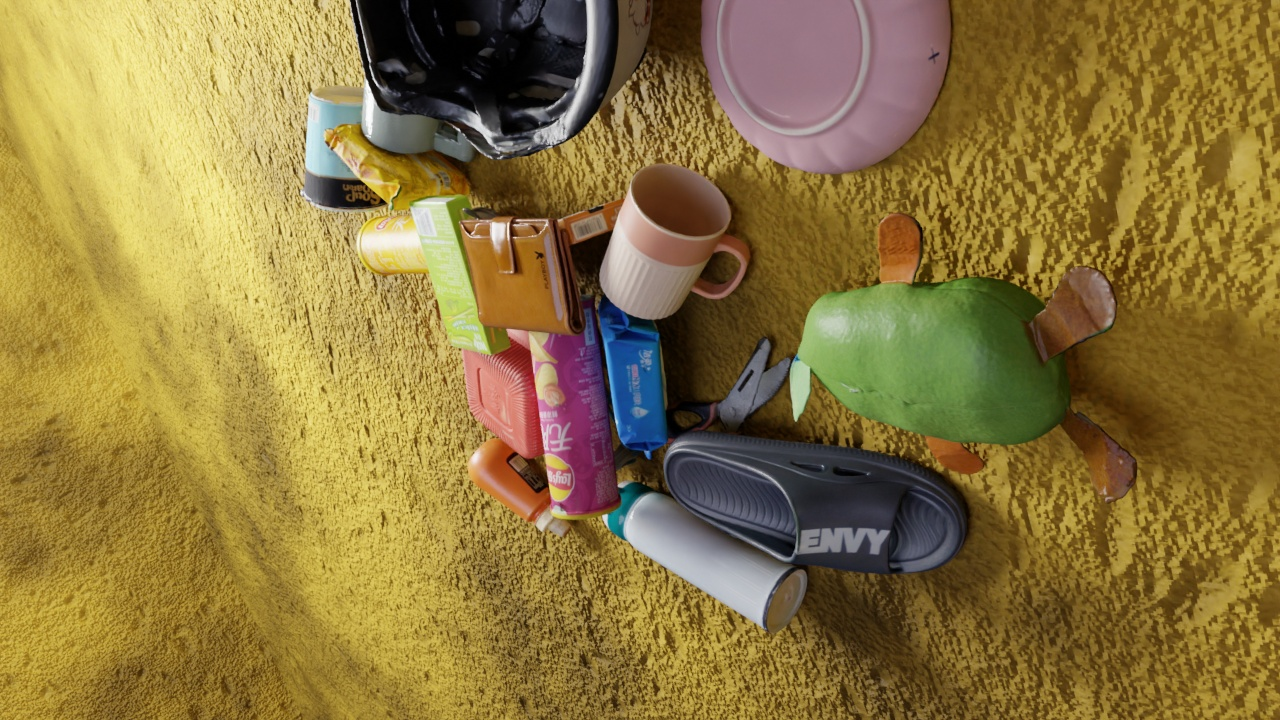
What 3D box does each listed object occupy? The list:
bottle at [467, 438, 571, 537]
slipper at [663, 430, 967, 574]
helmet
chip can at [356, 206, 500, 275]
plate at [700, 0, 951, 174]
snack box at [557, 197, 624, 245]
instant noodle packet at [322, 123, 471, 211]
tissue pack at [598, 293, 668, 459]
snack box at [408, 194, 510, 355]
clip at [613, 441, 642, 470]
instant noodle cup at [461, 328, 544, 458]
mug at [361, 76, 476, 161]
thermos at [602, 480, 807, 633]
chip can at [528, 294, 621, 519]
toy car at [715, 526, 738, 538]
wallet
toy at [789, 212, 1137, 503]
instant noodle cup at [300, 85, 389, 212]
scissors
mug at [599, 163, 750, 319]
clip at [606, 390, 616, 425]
[{"bbox_3d":[-0.144,0.162,1.130,0.149,0.066,0.067,40,139,11],"label":"bottle"},{"bbox_3d":[0.127,0.130,0.762,0.269,0.083,0.111,10,124,30],"label":"slipper"},{"bbox_3d":[-0.093,-0.284,0.699,0.274,0.156,0.230,16,124,28],"label":"helmet"},{"bbox_3d":[-0.236,-0.131,1.024,0.214,0.071,0.072,5,118,47],"label":"chip can"},{"bbox_3d":[0.109,-0.215,0.613,0.192,0.038,0.193,27,132,34],"label":"plate"},{"bbox_3d":[-0.083,-0.115,0.862,0.154,0.075,0.026,-10,102,50],"label":"snack box"},{"bbox_3d":[-0.253,-0.203,0.964,0.128,0.110,0.044,42,125,21],"label":"instant noodle packet"},{"bbox_3d":[-0.005,0.005,0.849,0.095,0.052,0.157,-105,7,-61],"label":"tissue pack"},{"bbox_3d":[-0.180,-0.085,0.909,0.086,0.026,0.156,11,120,51],"label":"snack box"},{"bbox_3d":[-0.026,0.106,0.960,0.026,0.058,0.042,47,143,8],"label":"clip"},{"bbox_3d":[-0.129,0.025,1.004,0.164,0.078,0.189,33,136,34],"label":"instant noodle cup"},{"bbox_3d":[-0.217,-0.267,0.920,0.124,0.083,0.104,21,133,3],"label":"mug"},{"bbox_3d":[0.056,0.188,0.920,0.224,0.073,0.073,24,130,37],"label":"thermos"},{"bbox_3d":[-0.066,0.044,0.894,0.072,0.071,0.210,3,103,47],"label":"chip can"},{"bbox_3d":[0.098,0.124,0.851,0.049,0.031,0.107,36,130,9],"label":"toy car"},{"bbox_3d":[-0.108,-0.083,0.824,0.131,0.035,0.119,7,118,43],"label":"wallet"},{"bbox_3d":[0.203,0.000,0.613,0.247,0.089,0.227,12,133,48],"label":"toy"},{"bbox_3d":[-0.329,-0.243,1.039,0.111,0.111,0.121,28,124,34],"label":"instant noodle cup"},{"bbox_3d":[0.071,0.048,0.848,0.206,0.015,0.202,13,123,43],"label":"scissors"},{"bbox_3d":[0.031,-0.090,0.761,0.114,0.081,0.106,24,140,-3],"label":"mug"},{"bbox_3d":[-0.039,0.045,0.971,0.033,0.013,0.054,-4,112,49],"label":"clip"}]
